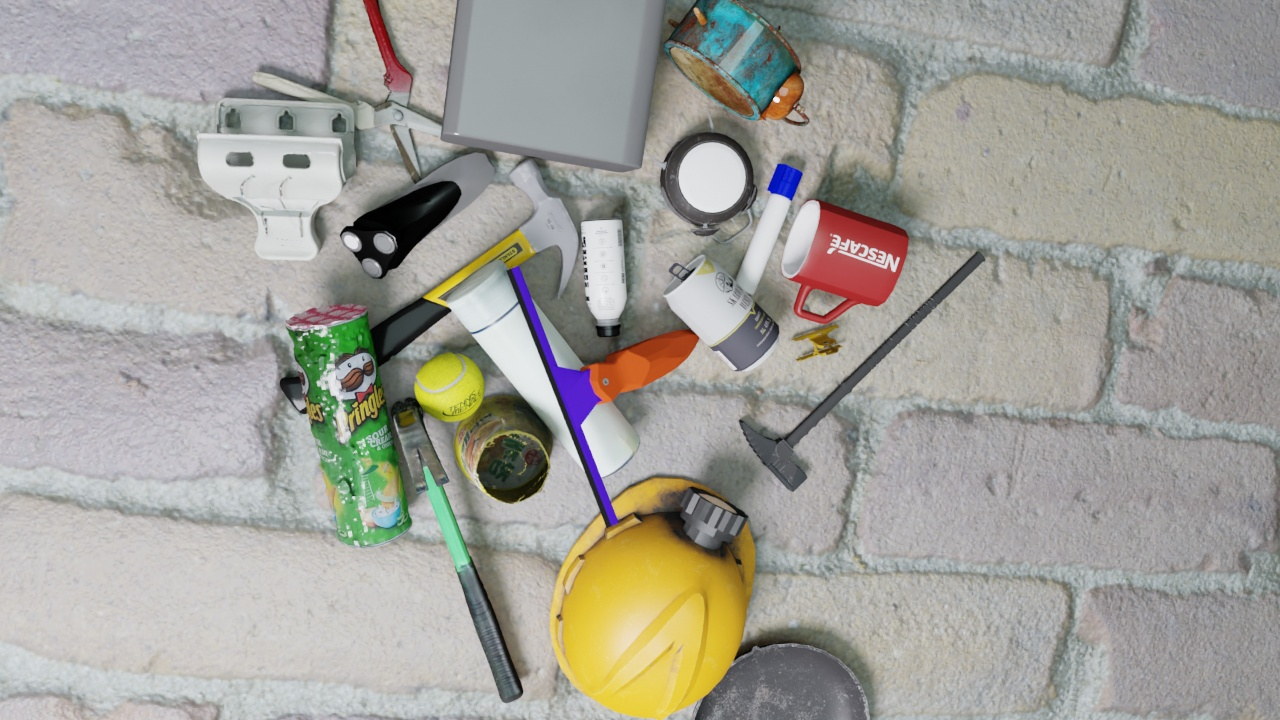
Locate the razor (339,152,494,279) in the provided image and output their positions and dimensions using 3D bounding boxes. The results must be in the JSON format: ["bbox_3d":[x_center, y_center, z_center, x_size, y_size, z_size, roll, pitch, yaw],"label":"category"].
[{"bbox_3d":[-0.203,-0.143,0.863,0.156,0.060,0.057,-44,115,-22],"label":"razor"}]

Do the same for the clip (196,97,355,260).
[{"bbox_3d":[-0.325,-0.162,0.822,0.126,0.110,0.150,2,89,-3],"label":"clip"}]

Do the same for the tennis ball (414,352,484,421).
[{"bbox_3d":[-0.182,0.026,0.879,0.065,0.065,0.065,-1,97,-10],"label":"tennis ball"}]

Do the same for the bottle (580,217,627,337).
[{"bbox_3d":[-0.035,-0.081,0.904,0.041,0.041,0.116,-5,98,-10],"label":"bottle"}]

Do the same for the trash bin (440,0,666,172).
[{"bbox_3d":[-0.077,-0.299,0.838,0.191,0.097,0.220,7,97,-14],"label":"trash bin"}]

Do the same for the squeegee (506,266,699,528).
[{"bbox_3d":[-0.005,0.005,0.876,0.184,0.055,0.249,-26,97,-44],"label":"squeegee"}]

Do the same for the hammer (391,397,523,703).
[{"bbox_3d":[-0.173,0.197,0.892,0.032,0.130,0.319,-21,109,-14],"label":"hammer"}]

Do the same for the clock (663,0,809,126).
[{"bbox_3d":[0.102,-0.278,0.865,0.157,0.121,0.073,37,93,-19],"label":"clock"}]

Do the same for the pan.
[{"bbox_3d":[0.075,0.422,0.988,0.356,0.040,0.208,-17,100,-6],"label":"pan"}]

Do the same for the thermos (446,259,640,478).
[{"bbox_3d":[-0.089,0.011,0.876,0.068,0.068,0.230,-38,110,-4],"label":"thermos"}]

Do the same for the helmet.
[{"bbox_3d":[0.023,0.255,0.911,0.205,0.131,0.255,25,93,-13],"label":"helmet"}]

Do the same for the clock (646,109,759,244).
[{"bbox_3d":[0.070,-0.175,0.909,0.091,0.044,0.123,-36,101,-4],"label":"clock"}]

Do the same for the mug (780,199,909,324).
[{"bbox_3d":[0.199,-0.093,0.925,0.096,0.080,0.116,16,100,-11],"label":"mug"}]

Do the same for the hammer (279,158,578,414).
[{"bbox_3d":[-0.201,-0.052,0.887,0.323,0.029,0.127,-36,102,-3],"label":"hammer"}]

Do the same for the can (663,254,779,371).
[{"bbox_3d":[0.078,-0.050,0.916,0.127,0.064,0.064,44,88,-12],"label":"can"}]

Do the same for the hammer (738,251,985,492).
[{"bbox_3d":[0.245,-0.005,0.977,0.325,0.015,0.095,-44,102,-3],"label":"hammer"}]

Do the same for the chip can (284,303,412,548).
[{"bbox_3d":[-0.267,0.064,0.849,0.075,0.075,0.223,-10,108,-9],"label":"chip can"}]

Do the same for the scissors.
[{"bbox_3d":[-0.264,-0.254,0.856,0.179,0.015,0.199,-13,100,-9],"label":"scissors"}]

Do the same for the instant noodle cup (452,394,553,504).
[{"bbox_3d":[-0.127,0.091,0.874,0.102,0.108,0.102,-1,97,-12],"label":"instant noodle cup"}]

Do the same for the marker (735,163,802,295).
[{"bbox_3d":[0.128,-0.132,0.934,0.027,0.023,0.133,20,93,-31],"label":"marker"}]

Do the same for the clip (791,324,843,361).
[{"bbox_3d":[0.188,-0.014,0.953,0.054,0.048,0.046,-17,140,-9],"label":"clip"}]
